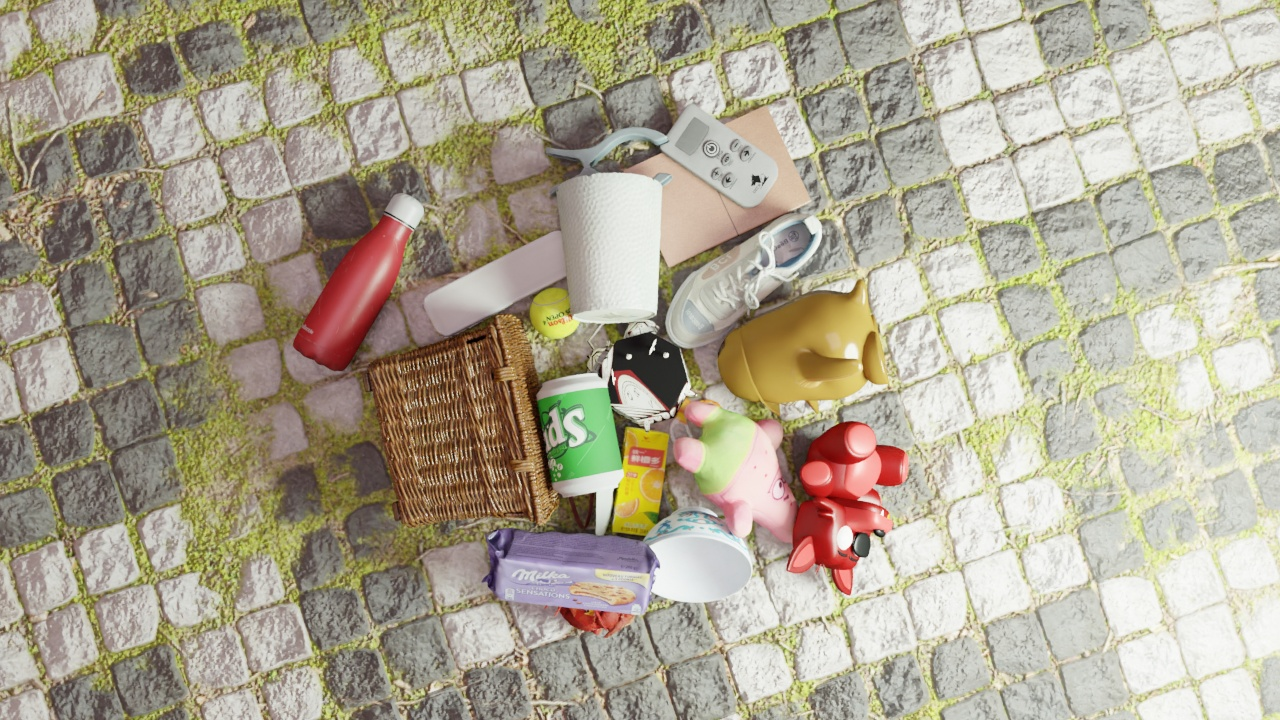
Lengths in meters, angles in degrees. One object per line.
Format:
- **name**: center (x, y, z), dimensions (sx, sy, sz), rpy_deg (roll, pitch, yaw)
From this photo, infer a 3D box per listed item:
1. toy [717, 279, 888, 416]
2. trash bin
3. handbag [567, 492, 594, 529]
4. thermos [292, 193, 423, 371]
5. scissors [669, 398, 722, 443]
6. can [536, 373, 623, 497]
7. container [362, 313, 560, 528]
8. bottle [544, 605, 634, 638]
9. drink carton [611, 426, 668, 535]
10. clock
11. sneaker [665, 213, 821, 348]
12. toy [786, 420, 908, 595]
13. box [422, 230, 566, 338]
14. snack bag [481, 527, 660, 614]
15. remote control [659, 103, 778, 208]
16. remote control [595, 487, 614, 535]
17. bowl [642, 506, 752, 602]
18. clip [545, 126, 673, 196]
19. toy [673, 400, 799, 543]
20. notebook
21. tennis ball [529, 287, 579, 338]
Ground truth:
- **toy**: center (0.198, -0.002, 1.150), dimensions (0.204, 0.198, 0.162), rpy_deg (-14, 107, 16)
- **trash bin**: center (-0.036, -0.134, 1.135), dimensions (0.133, 0.133, 0.161), rpy_deg (-2, 83, -2)
- **handbag**: center (-0.079, 0.160, 1.189), dimensions (0.055, 0.029, 0.119), rpy_deg (-3, 96, 27)
- **thermos**: center (-0.349, -0.103, 1.161), dimensions (0.073, 0.073, 0.240), rpy_deg (30, 88, -2)
- **scissors**: center (0.045, 0.062, 1.204), dimensions (0.133, 0.012, 0.097), rpy_deg (38, 88, -2)
- **can**: center (-0.073, 0.091, 1.114), dimensions (0.088, 0.088, 0.140), rpy_deg (-11, 84, -2)
- **container**: center (-0.216, 0.082, 1.125), dimensions (0.183, 0.162, 0.250), rpy_deg (-12, 90, 3)
- **bottle**: center (-0.063, 0.295, 1.155), dimensions (0.099, 0.099, 0.111), rpy_deg (-26, 90, -3)
- **drink carton**: center (0.000, 0.155, 1.186), dimensions (0.058, 0.043, 0.134), rpy_deg (8, 90, -4)
- **clock**: center (-0.007, 0.007, 1.167), dimensions (0.114, 0.065, 0.154), rpy_deg (-37, 73, -2)
- **sneaker**: center (0.131, -0.107, 1.171), dimensions (0.242, 0.091, 0.089), rpy_deg (-39, 92, -2)
- **toy**: center (0.255, 0.184, 1.147), dimensions (0.158, 0.121, 0.197), rpy_deg (30, 72, -45)
- **box**: center (-0.179, -0.099, 1.190), dimensions (0.209, 0.033, 0.064), rpy_deg (-27, 90, -3)
- **snack bag**: center (-0.082, 0.244, 1.078), dimensions (0.205, 0.097, 0.058), rpy_deg (8, 45, -2)
- **remote control**: center (0.105, -0.264, 1.197), dimensions (0.151, 0.019, 0.074), rpy_deg (34, 88, -1)
- **remote control**: center (-0.045, 0.150, 1.180), dimensions (0.024, 0.049, 0.143), rpy_deg (1, 89, -4)
- **bowl**: center (0.066, 0.231, 1.146), dimensions (0.144, 0.074, 0.144), rpy_deg (2, 134, 2)
- **clip**: center (-0.043, -0.275, 1.186), dimensions (0.167, 0.028, 0.127), rpy_deg (-2, 88, 8)
- **toy**: center (0.137, 0.150, 1.152), dimensions (0.097, 0.191, 0.236), rpy_deg (-25, 118, 39)
- **notebook**: center (0.102, -0.229, 1.212), dimensions (0.209, 0.008, 0.141), rpy_deg (-25, 90, -2)
- **tennis ball**: center (-0.109, -0.060, 1.173), dimensions (0.065, 0.065, 0.065), rpy_deg (0, 89, -2)
